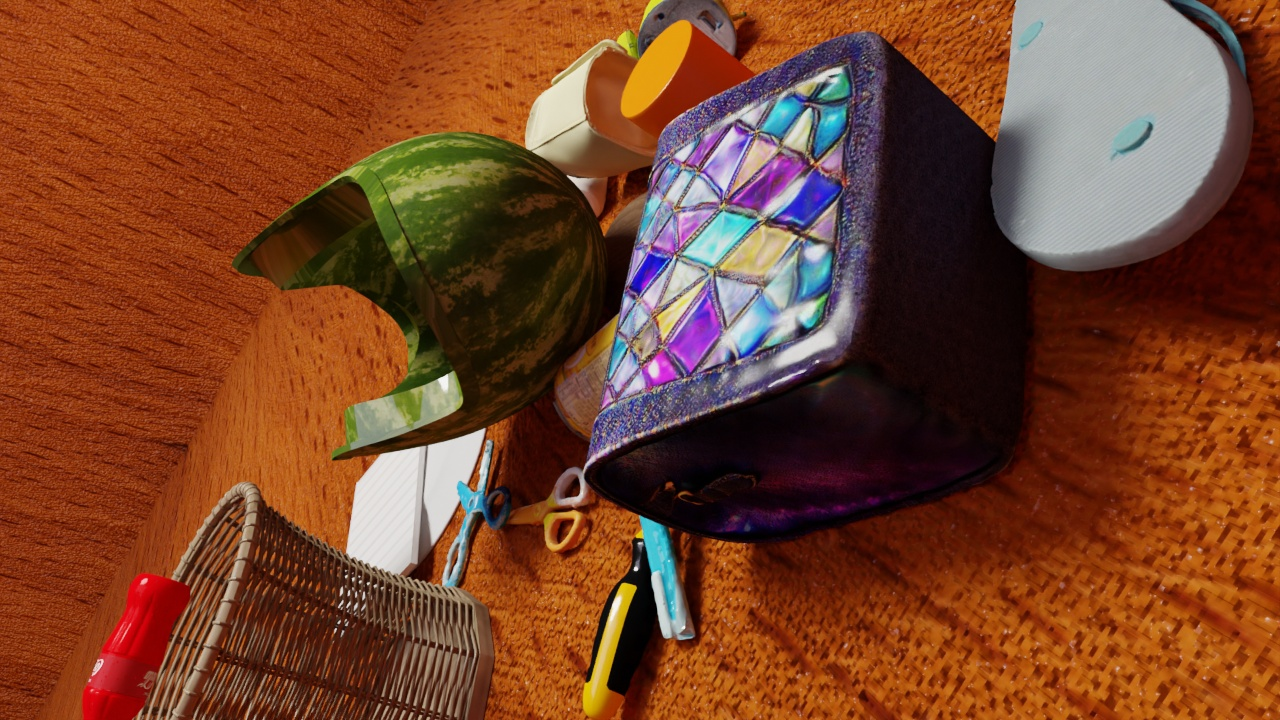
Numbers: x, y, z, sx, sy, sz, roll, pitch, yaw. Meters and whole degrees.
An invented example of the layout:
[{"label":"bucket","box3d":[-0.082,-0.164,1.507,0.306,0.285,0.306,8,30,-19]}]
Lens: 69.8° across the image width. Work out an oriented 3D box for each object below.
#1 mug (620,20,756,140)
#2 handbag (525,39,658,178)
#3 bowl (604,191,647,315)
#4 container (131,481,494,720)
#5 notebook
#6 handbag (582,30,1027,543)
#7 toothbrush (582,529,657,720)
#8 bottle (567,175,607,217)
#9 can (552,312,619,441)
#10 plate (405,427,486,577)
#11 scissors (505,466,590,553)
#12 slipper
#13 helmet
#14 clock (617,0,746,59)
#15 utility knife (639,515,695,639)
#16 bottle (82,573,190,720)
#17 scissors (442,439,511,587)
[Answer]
[{"label":"mug","box3d":[0.041,-0.189,0.677,0.078,0.096,0.112,-58,28,7]},{"label":"handbag","box3d":[-0.025,-0.203,0.784,0.119,0.111,0.081,-4,73,59]},{"label":"bowl","box3d":[-0.003,-0.093,0.733,0.118,0.030,0.117,-40,35,35]},{"label":"container","box3d":[-0.239,0.228,0.660,0.228,0.196,0.226,-40,35,35]},{"label":"notebook","box3d":[-0.256,0.158,0.911,0.143,0.009,0.209,-46,32,25]},{"label":"handbag","box3d":[0.064,-0.027,0.461,0.223,0.125,0.204,-21,50,48]},{"label":"toothbrush","box3d":[0.006,0.112,0.541,0.031,0.031,0.196,7,63,27]},{"label":"bottle","box3d":[-0.056,-0.196,0.891,0.051,0.051,0.146,-38,36,37]},{"label":"can","box3d":[-0.004,0.004,0.610,0.105,0.067,0.067,-39,35,36]},{"label":"plate","box3d":[-0.226,0.110,0.934,0.243,0.016,0.242,-40,35,35]},{"label":"scissors","box3d":[-0.072,0.111,0.683,0.128,0.013,0.064,-16,56,56]},{"label":"slipper","box3d":[0.206,-0.118,0.404,0.098,0.054,0.268,-38,25,41]},{"label":"helmet","box3d":[-0.139,-0.056,0.682,0.248,0.213,0.242,-27,-1,30]},{"label":"clock","box3d":[0.029,-0.266,0.780,0.119,0.083,0.057,-41,29,28]},{"label":"utility knife","box3d":[0.004,0.070,0.531,0.022,0.015,0.180,-35,58,45]},{"label":"bottle","box3d":[-0.323,0.196,0.576,0.036,0.036,0.118,-22,48,50]},{"label":"scissors","box3d":[-0.135,0.125,0.769,0.138,0.011,0.133,-30,42,51]}]
